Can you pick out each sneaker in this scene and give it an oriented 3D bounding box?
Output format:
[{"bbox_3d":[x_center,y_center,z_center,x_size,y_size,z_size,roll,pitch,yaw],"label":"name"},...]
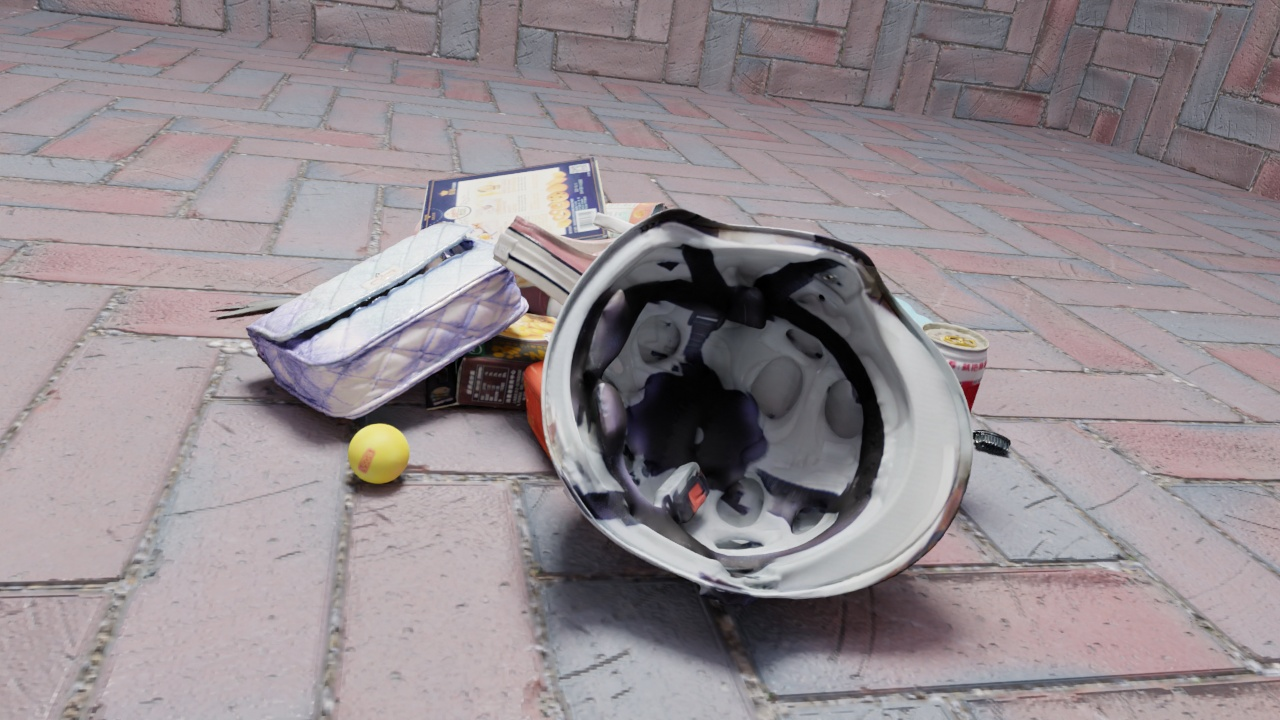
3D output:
[{"bbox_3d":[-0.001,-0.056,0.734,0.241,0.088,0.118,32,2,-30],"label":"sneaker"}]

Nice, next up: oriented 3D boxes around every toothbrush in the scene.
[{"bbox_3d":[0.232,0.056,0.814,0.189,0.014,0.017,12,36,8],"label":"toothbrush"}]

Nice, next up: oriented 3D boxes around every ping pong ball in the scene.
[{"bbox_3d":[-0.177,0.063,0.620,0.040,0.040,0.040,7,24,-3],"label":"ping pong ball"}]

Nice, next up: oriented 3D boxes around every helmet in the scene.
[{"bbox_3d":[0.060,0.039,0.590,0.258,0.228,0.146,17,-14,-7],"label":"helmet"}]

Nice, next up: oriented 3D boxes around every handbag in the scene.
[{"bbox_3d":[-0.195,-0.040,0.728,0.134,0.076,0.193,19,44,42],"label":"handbag"}]

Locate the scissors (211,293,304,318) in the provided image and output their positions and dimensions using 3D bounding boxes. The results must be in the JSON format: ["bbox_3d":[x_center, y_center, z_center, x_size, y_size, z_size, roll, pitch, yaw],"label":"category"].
[{"bbox_3d":[-0.322,-0.062,0.892,0.170,0.014,0.150,4,26,-4],"label":"scissors"}]

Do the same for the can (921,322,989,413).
[{"bbox_3d":[0.219,0.041,0.692,0.053,0.133,0.053,7,24,-4],"label":"can"}]

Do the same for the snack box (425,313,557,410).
[{"bbox_3d":[-0.116,0.001,0.780,0.125,0.053,0.113,7,23,-16],"label":"snack box"}]

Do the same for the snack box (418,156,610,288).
[{"bbox_3d":[-0.124,-0.135,0.909,0.182,0.046,0.177,-9,37,-1],"label":"snack box"}]

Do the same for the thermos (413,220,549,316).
[{"bbox_3d":[-0.162,-0.098,0.967,0.199,0.067,0.087,23,56,28],"label":"thermos"}]

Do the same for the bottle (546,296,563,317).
[{"bbox_3d":[0.012,-0.033,0.869,0.197,0.068,0.068,15,25,12],"label":"bottle"}]

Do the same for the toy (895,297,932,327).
[{"bbox_3d":[0.245,-0.054,1.016,0.156,0.050,0.161,-3,40,-34],"label":"toy"}]

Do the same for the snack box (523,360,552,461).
[{"bbox_3d":[-0.041,0.032,0.693,0.080,0.082,0.091,-11,28,-19],"label":"snack box"}]

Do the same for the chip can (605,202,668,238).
[{"bbox_3d":[-0.074,-0.139,1.011,0.215,0.071,0.071,4,20,25],"label":"chip can"}]
